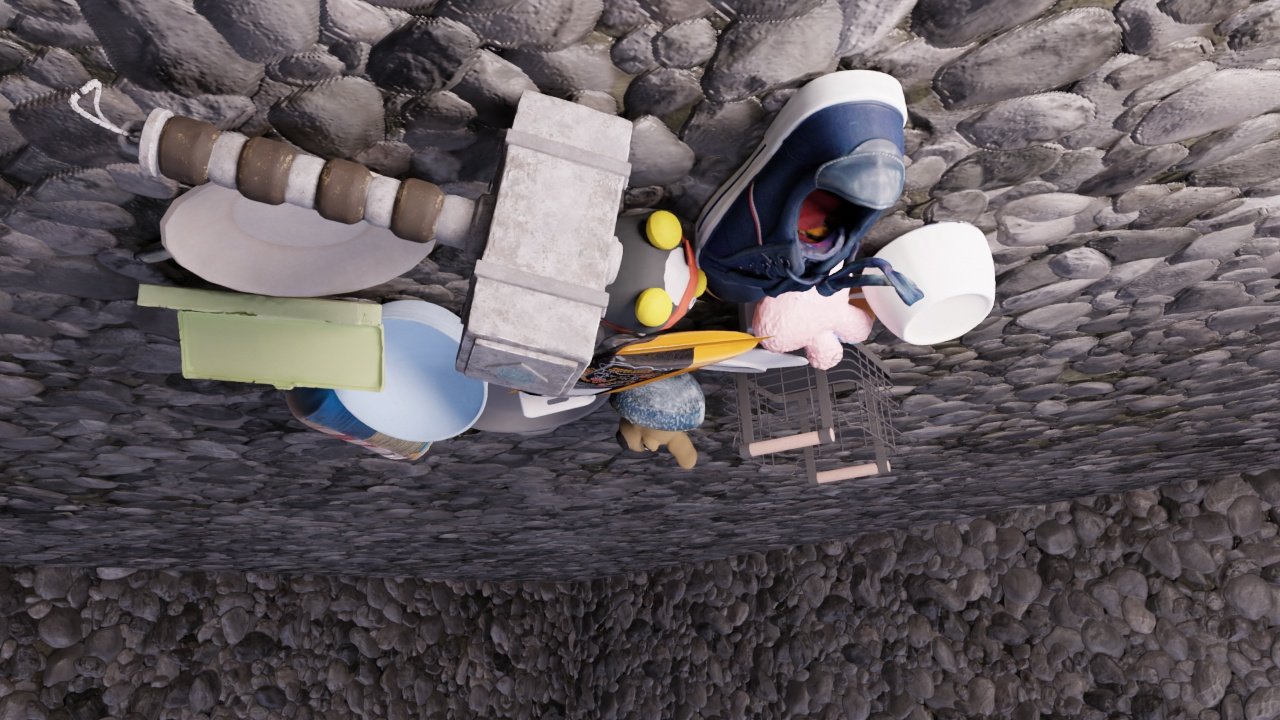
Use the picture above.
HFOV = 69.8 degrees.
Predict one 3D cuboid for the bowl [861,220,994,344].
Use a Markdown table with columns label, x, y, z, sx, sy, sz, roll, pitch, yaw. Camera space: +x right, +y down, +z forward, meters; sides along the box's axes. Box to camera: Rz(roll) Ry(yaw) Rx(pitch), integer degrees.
| label | x | y | z | sx | sy | sz | roll | pitch | yaw |
| --- | --- | --- | --- | --- | --- | --- | --- | --- | --- |
| bowl | 0.262 | -0.063 | 0.820 | 0.116 | 0.065 | 0.116 | -10 | 150 | -6 |

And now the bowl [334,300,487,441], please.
| label | x | y | z | sx | sy | sz | roll | pitch | yaw |
| --- | --- | --- | --- | --- | --- | --- | --- | --- | --- |
| bowl | -0.216 | -0.001 | 0.888 | 0.150 | 0.074 | 0.151 | 3 | 127 | 3 |

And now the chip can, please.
| label | x | y | z | sx | sy | sz | roll | pitch | yaw |
| --- | --- | --- | --- | --- | --- | --- | --- | --- | --- |
| chip can | -0.332 | 0.063 | 1.089 | 0.080 | 0.079 | 0.229 | -9 | 160 | 15 |

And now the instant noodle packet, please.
| label | x | y | z | sx | sy | sz | roll | pitch | yaw |
| --- | --- | --- | --- | --- | --- | --- | --- | --- | --- |
| instant noodle packet | -0.004 | 0.005 | 0.850 | 0.159 | 0.032 | 0.221 | -6 | 173 | -34 |

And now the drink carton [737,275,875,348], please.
| label | x | y | z | sx | sy | sz | roll | pitch | yaw |
| --- | --- | --- | --- | --- | --- | --- | --- | --- | --- |
| drink carton | 0.163 | -0.047 | 0.909 | 0.125 | 0.048 | 0.076 | -4 | 161 | 0 |

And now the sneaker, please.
| label | x | y | z | sx | sy | sz | roll | pitch | yaw |
| --- | --- | --- | --- | --- | --- | --- | --- | --- | --- |
| sneaker | 0.119 | -0.081 | 0.692 | 0.120 | 0.127 | 0.295 | 1 | 163 | -12 |

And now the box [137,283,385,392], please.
| label | x | y | z | sx | sy | sz | roll | pitch | yaw |
| --- | --- | --- | --- | --- | --- | --- | --- | --- | --- |
| box | -0.320 | -0.029 | 0.800 | 0.188 | 0.064 | 0.131 | 4 | 141 | 2 |

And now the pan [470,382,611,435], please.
| label | x | y | z | sx | sy | sz | roll | pitch | yaw |
| --- | --- | --- | --- | --- | --- | --- | --- | --- | --- |
| pan | -0.134 | 0.013 | 1.052 | 0.216 | 0.024 | 0.355 | -8 | 156 | -5 |

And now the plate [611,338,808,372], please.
| label | x | y | z | sx | sy | sz | roll | pitch | yaw |
| --- | --- | --- | --- | --- | --- | --- | --- | --- | --- |
| plate | 0.072 | -0.002 | 0.976 | 0.208 | 0.015 | 0.208 | 6 | 176 | 0 |

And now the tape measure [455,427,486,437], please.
| label | x | y | z | sx | sy | sz | roll | pitch | yaw |
| --- | --- | --- | --- | --- | --- | --- | --- | --- | --- |
| tape measure | -0.234 | 0.080 | 1.212 | 0.067 | 0.038 | 0.063 | 11 | 156 | -38 |

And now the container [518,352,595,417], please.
| label | x | y | z | sx | sy | sz | roll | pitch | yaw |
| --- | --- | --- | --- | --- | --- | --- | --- | --- | --- |
| container | -0.092 | 0.005 | 0.957 | 0.080 | 0.049 | 0.129 | -13 | 153 | -9 |

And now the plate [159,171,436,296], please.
| label | x | y | z | sx | sy | sz | roll | pitch | yaw |
| --- | --- | --- | --- | --- | --- | --- | --- | --- | --- |
| plate | -0.245 | -0.099 | 0.670 | 0.188 | 0.027 | 0.189 | -10 | 160 | -4 |

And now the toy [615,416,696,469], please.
| label | x | y | z | sx | sy | sz | roll | pitch | yaw |
| --- | --- | --- | --- | --- | --- | --- | --- | --- | --- |
| toy | 0.017 | 0.078 | 1.194 | 0.106 | 0.134 | 0.108 | -28 | -173 | 2 |

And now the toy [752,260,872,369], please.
| label | x | y | z | sx | sy | sz | roll | pitch | yaw |
| --- | --- | --- | --- | --- | --- | --- | --- | --- | --- |
| toy | 0.162 | -0.041 | 0.845 | 0.105 | 0.053 | 0.108 | 42 | 99 | -20 |

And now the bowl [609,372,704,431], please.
| label | x | y | z | sx | sy | sz | roll | pitch | yaw |
| --- | --- | --- | --- | --- | --- | --- | --- | --- | --- |
| bowl | 0.025 | 0.030 | 1.069 | 0.114 | 0.061 | 0.114 | 12 | -159 | -5 |

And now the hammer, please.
| label | x | y | z | sx | sy | sz | roll | pitch | yaw |
| --- | --- | --- | --- | --- | --- | --- | --- | --- | --- |
| hammer | -0.170 | -0.099 | 0.554 | 0.326 | 0.176 | 0.080 | 14 | 158 | -12 |

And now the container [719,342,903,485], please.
| label | x | y | z | sx | sy | sz | roll | pitch | yaw |
| --- | --- | --- | --- | --- | --- | --- | --- | --- | --- |
| container | 0.213 | 0.066 | 1.125 | 0.163 | 0.130 | 0.241 | -14 | 159 | 27 |

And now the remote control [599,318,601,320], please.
| label | x | y | z | sx | sy | sz | roll | pitch | yaw |
| --- | --- | --- | --- | --- | --- | --- | --- | --- | --- |
| remote control | -0.039 | -0.052 | 0.906 | 0.136 | 0.013 | 0.043 | 0 | 161 | -12 |

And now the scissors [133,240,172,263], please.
| label | x | y | z | sx | sy | sz | roll | pitch | yaw |
| --- | --- | --- | --- | --- | --- | --- | --- | --- | --- |
| scissors | -0.312 | -0.094 | 0.722 | 0.179 | 0.015 | 0.199 | -2 | 160 | -8 |

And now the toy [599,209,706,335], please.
| label | x | y | z | sx | sy | sz | roll | pitch | yaw |
| --- | --- | --- | --- | --- | --- | --- | --- | --- | --- |
| toy | 0.005 | -0.067 | 0.752 | 0.100 | 0.097 | 0.119 | 6 | 176 | 29 |
